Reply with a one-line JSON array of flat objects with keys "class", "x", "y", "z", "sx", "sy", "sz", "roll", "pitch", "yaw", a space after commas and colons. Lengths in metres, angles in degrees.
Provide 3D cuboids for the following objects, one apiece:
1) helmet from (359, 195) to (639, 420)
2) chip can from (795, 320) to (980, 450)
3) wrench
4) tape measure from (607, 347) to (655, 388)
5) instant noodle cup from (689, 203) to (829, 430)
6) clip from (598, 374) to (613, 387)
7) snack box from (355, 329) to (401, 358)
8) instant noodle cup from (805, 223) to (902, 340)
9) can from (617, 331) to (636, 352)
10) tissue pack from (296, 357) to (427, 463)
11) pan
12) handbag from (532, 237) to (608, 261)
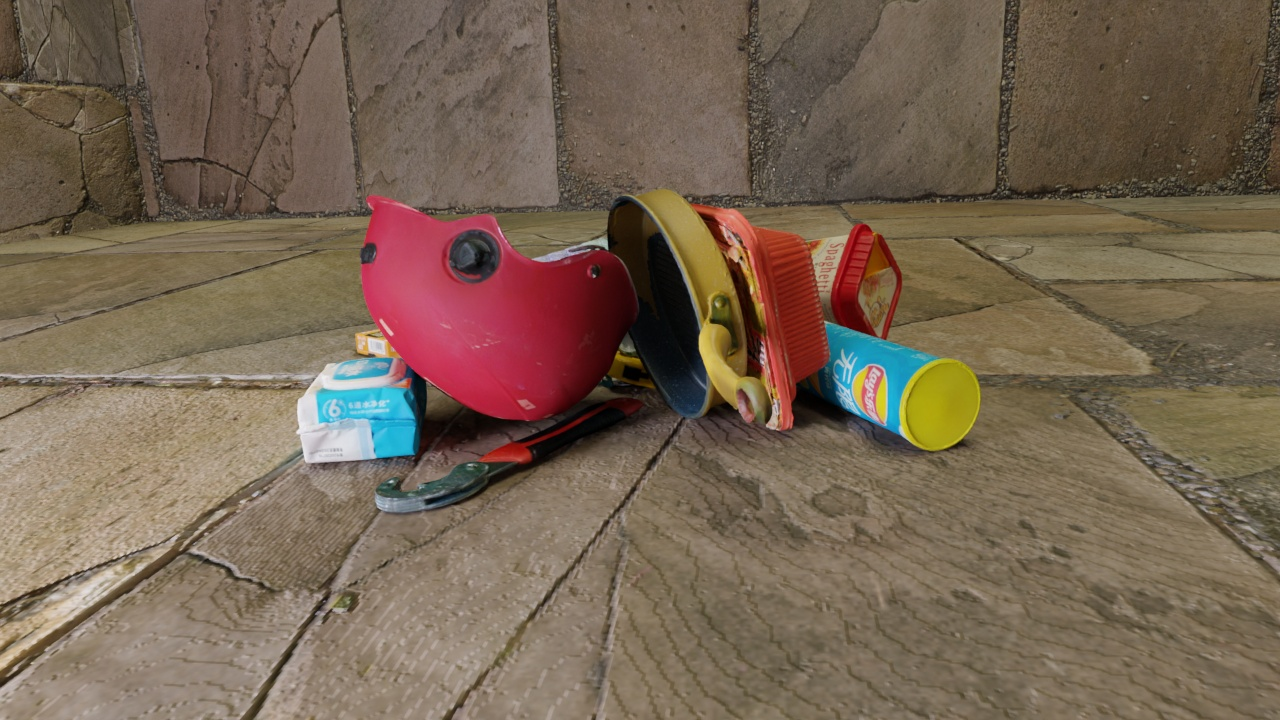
[{"class": "helmet", "x": -0.129, "y": -0.032, "z": 0.756, "sx": 0.240, "sy": 0.143, "sz": 0.207, "roll": 18, "pitch": -9, "yaw": -7}, {"class": "chip can", "x": 0.190, "y": 0.013, "z": 0.782, "sx": 0.071, "sy": 0.071, "sz": 0.210, "roll": -7, "pitch": 14, "yaw": -19}, {"class": "wrench", "x": -0.086, "y": 0.067, "z": 0.717, "sx": 0.056, "sy": 0.016, "sz": 0.272, "roll": 9, "pitch": 19, "yaw": 37}, {"class": "tape measure", "x": -0.005, "y": 0.005, "z": 0.898, "sx": 0.057, "sy": 0.029, "sz": 0.060, "roll": 12, "pitch": 9, "yaw": -20}, {"class": "instant noodle cup", "x": 0.094, "y": -0.048, "z": 0.784, "sx": 0.079, "sy": 0.189, "sz": 0.164, "roll": -20, "pitch": 20, "yaw": -14}, {"class": "clip", "x": -0.048, "y": 0.017, "z": 0.914, "sx": 0.033, "sy": 0.013, "sz": 0.054, "roll": -4, "pitch": 14, "yaw": -12}, {"class": "snack box", "x": -0.256, "y": -0.030, "z": 1.106, "sx": 0.153, "sy": 0.026, "sz": 0.075, "roll": -15, "pitch": 19, "yaw": -42}, {"class": "instant noodle cup", "x": 0.204, "y": -0.078, "z": 1.005, "sx": 0.124, "sy": 0.116, "sz": 0.116, "roll": 4, "pitch": -29, "yaw": 37}, {"class": "can", "x": 0.018, "y": -0.042, "z": 1.031, "sx": 0.058, "sy": 0.058, "sz": 0.147, "roll": 5, "pitch": 12, "yaw": 25}, {"class": "tissue pack", "x": -0.225, "y": 0.037, "z": 0.758, "sx": 0.090, "sy": 0.063, "sz": 0.140, "roll": -4, "pitch": 14, "yaw": -8}, {"class": "pan", "x": 0.039, "y": -0.024, "z": 0.703, "sx": 0.078, "sy": 0.198, "sz": 0.357, "roll": -20, "pitch": 20, "yaw": -15}, {"class": "handbag", "x": -0.080, "y": -0.099, "z": 1.212, "sx": 0.134, "sy": 0.076, "sz": 0.193, "roll": 32, "pitch": 34, "yaw": 28}]
